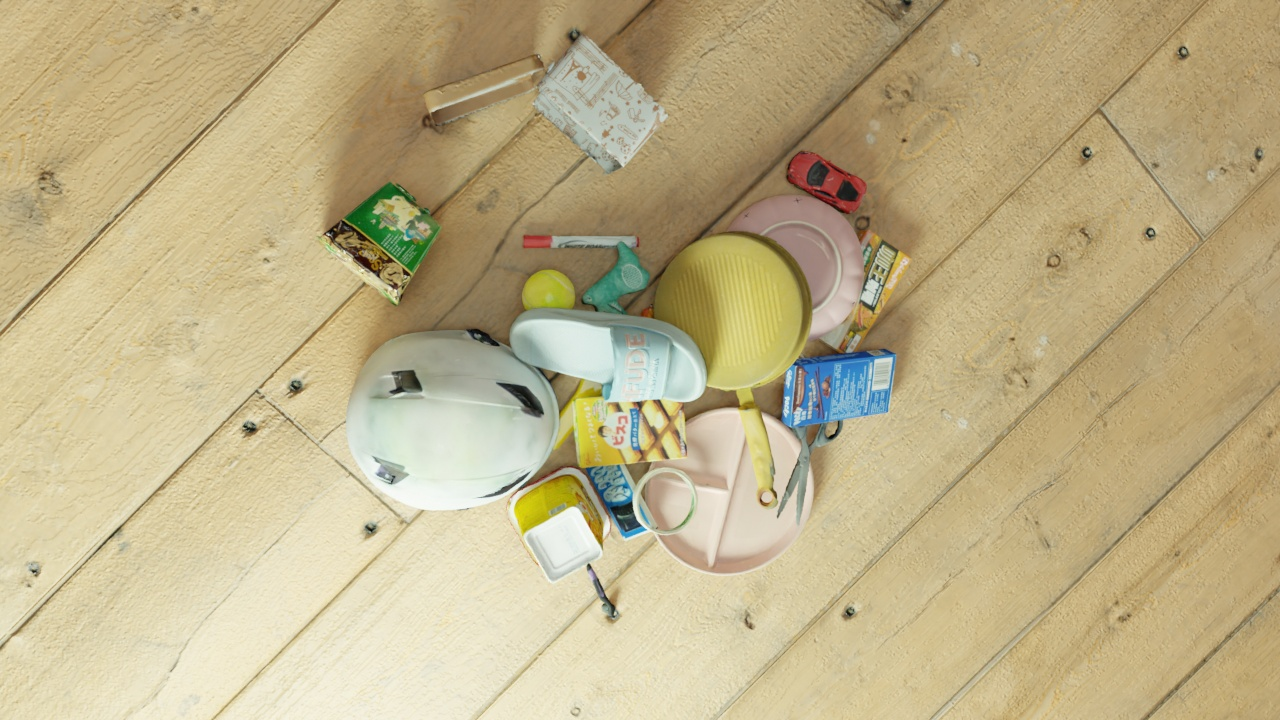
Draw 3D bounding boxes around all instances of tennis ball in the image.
[{"bbox_3d":[-0.113,-0.079,1.131,0.065,0.065,0.065,-1,99,-8],"label":"tennis ball"}]

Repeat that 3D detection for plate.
[{"bbox_3d":[0.118,0.173,1.221,0.229,0.028,0.229,-1,98,-8],"label":"plate"},{"bbox_3d":[0.191,-0.115,1.164,0.192,0.039,0.192,0,94,1],"label":"plate"}]

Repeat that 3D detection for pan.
[{"bbox_3d":[0.129,0.017,1.147,0.198,0.078,0.357,-8,91,24],"label":"pan"}]

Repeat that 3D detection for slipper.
[{"bbox_3d":[-0.039,-0.002,1.096,0.245,0.074,0.104,12,128,-2],"label":"slipper"}]

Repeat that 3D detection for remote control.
[{"bbox_3d":[-0.026,0.173,1.192,0.049,0.024,0.125,-25,95,26],"label":"remote control"}]

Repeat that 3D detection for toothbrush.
[{"bbox_3d":[-0.053,0.291,1.162,0.017,0.189,0.014,15,61,18],"label":"toothbrush"}]

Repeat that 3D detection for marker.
[{"bbox_3d":[-0.074,-0.149,1.150,0.145,0.017,0.017,0,99,-8],"label":"marker"}]

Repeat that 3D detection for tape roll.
[{"bbox_3d":[0.032,0.181,1.178,0.085,0.014,0.085,1,86,-19],"label":"tape roll"}]

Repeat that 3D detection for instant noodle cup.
[{"bbox_3d":[-0.099,0.210,1.149,0.116,0.123,0.116,-28,101,-3],"label":"instant noodle cup"}]

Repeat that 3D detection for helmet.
[{"bbox_3d":[-0.226,0.078,1.094,0.258,0.146,0.229,11,97,-6],"label":"helmet"}]

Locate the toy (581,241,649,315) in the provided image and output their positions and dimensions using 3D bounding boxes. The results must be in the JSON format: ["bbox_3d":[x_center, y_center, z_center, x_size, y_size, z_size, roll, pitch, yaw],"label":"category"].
[{"bbox_3d":[-0.028,-0.089,1.161,0.092,0.030,0.096,-38,109,4],"label":"toy"}]

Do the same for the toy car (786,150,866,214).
[{"bbox_3d":[0.238,-0.229,1.174,0.106,0.031,0.049,27,93,-9],"label":"toy car"}]

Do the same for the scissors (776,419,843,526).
[{"bbox_3d":[0.213,0.122,1.205,0.163,0.014,0.164,-29,97,-23],"label":"scissors"}]

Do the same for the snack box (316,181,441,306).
[{"bbox_3d":[-0.299,-0.142,1.082,0.118,0.118,0.105,42,79,-14],"label":"snack box"}]

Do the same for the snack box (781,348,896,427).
[{"bbox_3d":[0.258,0.035,1.192,0.157,0.026,0.085,-6,110,-23],"label":"snack box"}]

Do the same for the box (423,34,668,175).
[{"bbox_3d":[-0.107,-0.295,1.041,0.269,0.179,0.136,9,98,-10],"label":"box"}]

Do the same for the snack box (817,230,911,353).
[{"bbox_3d":[0.283,-0.087,1.204,0.075,0.026,0.154,30,94,-12],"label":"snack box"}]

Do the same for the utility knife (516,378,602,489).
[{"bbox_3d":[-0.100,0.080,1.183,0.033,0.015,0.223,38,93,-4],"label":"utility knife"}]

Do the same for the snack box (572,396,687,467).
[{"bbox_3d":[-0.013,0.085,1.158,0.140,0.034,0.087,-4,89,-10],"label":"snack box"}]

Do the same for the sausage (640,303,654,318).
[{"bbox_3d":[-0.007,0.007,1.181,0.021,0.021,0.165,15,97,-10],"label":"sausage"}]
